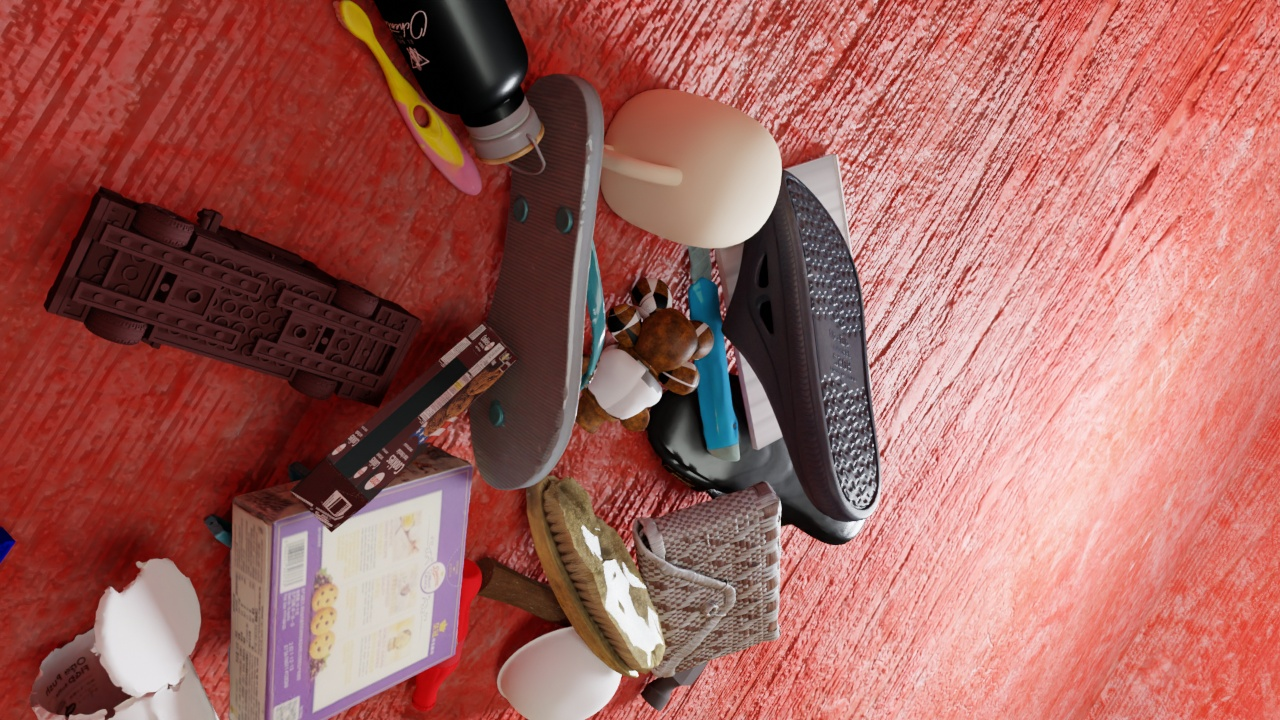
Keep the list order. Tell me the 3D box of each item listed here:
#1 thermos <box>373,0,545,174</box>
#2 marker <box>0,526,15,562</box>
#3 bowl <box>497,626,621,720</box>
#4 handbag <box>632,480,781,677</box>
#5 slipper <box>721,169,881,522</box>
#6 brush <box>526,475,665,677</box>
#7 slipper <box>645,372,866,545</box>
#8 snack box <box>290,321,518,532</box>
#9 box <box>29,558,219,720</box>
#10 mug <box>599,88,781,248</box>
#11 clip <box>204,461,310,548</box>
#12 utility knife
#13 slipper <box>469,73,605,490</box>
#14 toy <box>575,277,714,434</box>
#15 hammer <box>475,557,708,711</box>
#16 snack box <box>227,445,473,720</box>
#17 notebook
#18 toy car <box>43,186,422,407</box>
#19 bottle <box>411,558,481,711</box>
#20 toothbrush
[{"bbox_3d":[-0.105,-0.189,0.466,0.061,0.061,0.231,-42,134,-18],"label":"thermos"},{"bbox_3d":[-0.359,0.139,0.446,0.133,0.023,0.027,-56,158,-3],"label":"marker"},{"bbox_3d":[-0.058,0.268,0.752,0.109,0.040,0.110,-13,133,-14],"label":"bowl"},{"bbox_3d":[0.061,0.193,0.776,0.124,0.047,0.186,-17,127,-14],"label":"handbag"},{"bbox_3d":[0.117,-0.009,0.690,0.110,0.084,0.267,15,64,-49],"label":"slipper"},{"bbox_3d":[-0.033,0.169,0.710,0.059,0.043,0.195,-49,122,-48],"label":"brush"},{"bbox_3d":[0.105,0.089,0.810,0.267,0.076,0.113,30,82,-32],"label":"slipper"},{"bbox_3d":[-0.132,0.035,0.529,0.032,0.051,0.140,48,42,-7],"label":"snack box"},{"bbox_3d":[-0.277,0.177,0.500,0.083,0.092,0.166,-68,156,-56],"label":"box"},{"bbox_3d":[0.030,-0.123,0.599,0.120,0.100,0.096,-4,115,-41],"label":"mug"},{"bbox_3d":[-0.223,0.133,0.567,0.113,0.028,0.127,-41,134,-15],"label":"clip"},{"bbox_3d":[0.054,-0.016,0.711,0.031,0.015,0.205,-12,107,-18],"label":"utility knife"},{"bbox_3d":[-0.050,-0.038,0.575,0.054,0.098,0.269,-5,114,-40],"label":"slipper"},{"bbox_3d":[-0.004,0.004,0.670,0.113,0.067,0.087,-43,108,11],"label":"toy"},{"bbox_3d":[-0.030,0.227,0.792,0.115,0.033,0.323,-54,136,-2],"label":"hammer"},{"bbox_3d":[-0.174,0.138,0.564,0.147,0.041,0.143,-12,114,-53],"label":"snack box"},{"bbox_3d":[0.127,-0.050,0.751,0.142,0.009,0.210,-23,110,-31],"label":"notebook"},{"bbox_3d":[-0.201,-0.031,0.466,0.169,0.062,0.070,24,95,-47],"label":"toy car"},{"bbox_3d":[-0.145,0.201,0.666,0.036,0.036,0.119,2,112,-43],"label":"bottle"},{"bbox_3d":[-0.126,-0.142,0.509,0.021,0.016,0.135,-48,138,-14],"label":"toothbrush"}]
